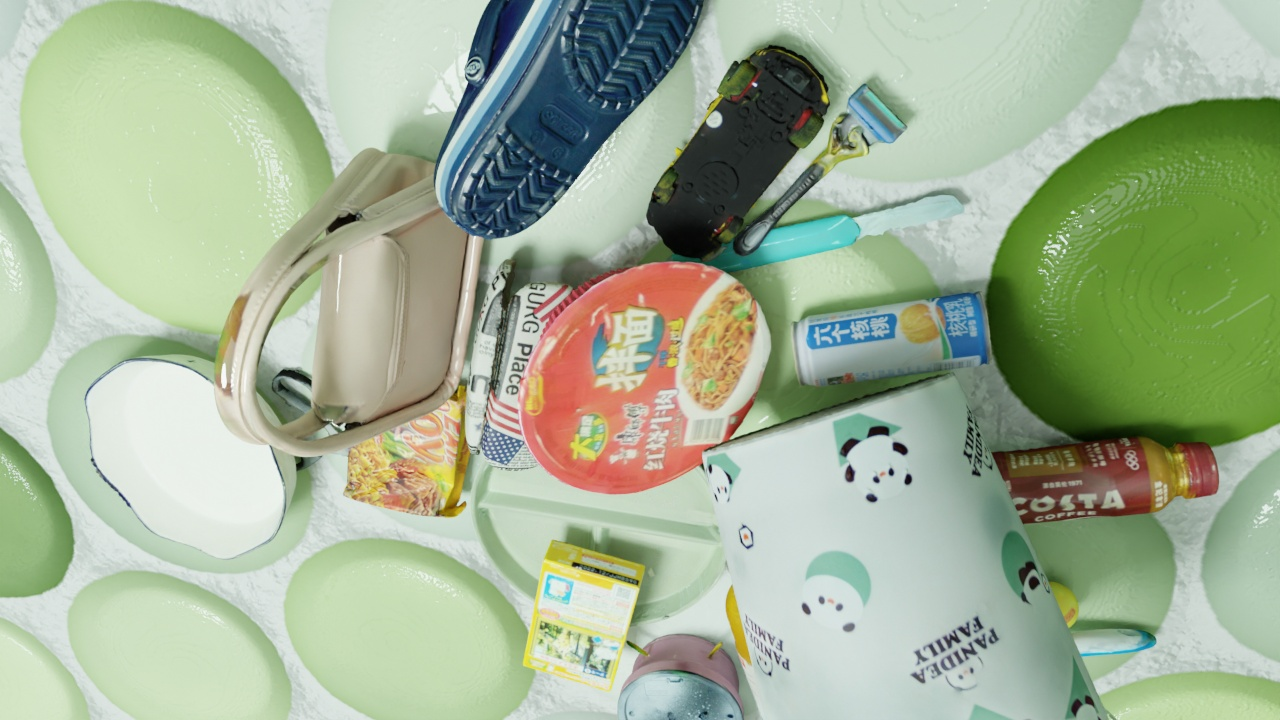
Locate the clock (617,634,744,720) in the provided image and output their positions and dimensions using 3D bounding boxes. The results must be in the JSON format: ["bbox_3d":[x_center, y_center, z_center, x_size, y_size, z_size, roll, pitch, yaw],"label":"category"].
[{"bbox_3d":[0.043,0.333,0.874,0.117,0.059,0.159,-3,116,12],"label":"clock"}]

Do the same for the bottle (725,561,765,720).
[{"bbox_3d":[0.118,0.248,0.807,0.068,0.067,0.190,-12,115,17],"label":"bottle"}]

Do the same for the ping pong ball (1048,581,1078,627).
[{"bbox_3d":[0.339,0.203,0.757,0.040,0.040,0.040,5,118,8],"label":"ping pong ball"}]

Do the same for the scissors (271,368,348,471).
[{"bbox_3d":[-0.268,0.074,0.824,0.181,0.014,0.159,-9,118,13],"label":"scissors"}]

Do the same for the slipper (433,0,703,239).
[{"bbox_3d":[-0.053,-0.196,0.594,0.095,0.105,0.253,45,109,33],"label":"slipper"}]

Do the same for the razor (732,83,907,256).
[{"bbox_3d":[0.116,-0.124,0.634,0.042,0.022,0.143,42,115,-6],"label":"razor"}]

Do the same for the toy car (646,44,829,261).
[{"bbox_3d":[0.062,-0.139,0.626,0.071,0.041,0.156,33,117,-7],"label":"toy car"}]

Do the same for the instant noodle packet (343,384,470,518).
[{"bbox_3d":[-0.196,0.070,0.782,0.111,0.044,0.128,12,110,-1],"label":"instant noodle packet"}]

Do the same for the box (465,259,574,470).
[{"bbox_3d":[-0.090,0.008,0.714,0.087,0.076,0.163,15,112,-2],"label":"box"}]

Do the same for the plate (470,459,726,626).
[{"bbox_3d":[-0.035,0.141,0.804,0.230,0.027,0.230,4,119,8],"label":"plate"}]

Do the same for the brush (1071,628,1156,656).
[{"bbox_3d":[0.271,0.271,0.766,0.314,0.060,0.109,4,99,-4],"label":"brush"}]

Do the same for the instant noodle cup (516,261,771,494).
[{"bbox_3d":[-0.004,0.004,0.671,0.193,0.066,0.194,-12,124,-19],"label":"instant noodle cup"}]

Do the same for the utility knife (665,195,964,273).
[{"bbox_3d":[0.117,-0.086,0.660,0.222,0.013,0.029,-11,113,19],"label":"utility knife"}]

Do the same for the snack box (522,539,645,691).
[{"bbox_3d":[-0.052,0.230,0.822,0.087,0.033,0.141,15,120,4],"label":"snack box"}]

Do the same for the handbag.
[{"bbox_3d":[-0.199,-0.028,0.626,0.093,0.233,0.194,18,118,10],"label":"handbag"}]

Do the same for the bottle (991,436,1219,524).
[{"bbox_3d":[0.330,0.090,0.688,0.175,0.057,0.057,-8,116,15],"label":"bottle"}]

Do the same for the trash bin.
[{"bbox_3d":[0.167,0.154,0.631,0.230,0.229,0.252,-19,85,20],"label":"trash bin"}]

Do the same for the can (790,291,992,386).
[{"bbox_3d":[0.179,-0.014,0.664,0.135,0.053,0.053,-8,116,15],"label":"can"}]

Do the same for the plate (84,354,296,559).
[{"bbox_3d":[-0.397,0.082,0.822,0.205,0.045,0.205,8,118,15],"label":"plate"}]
